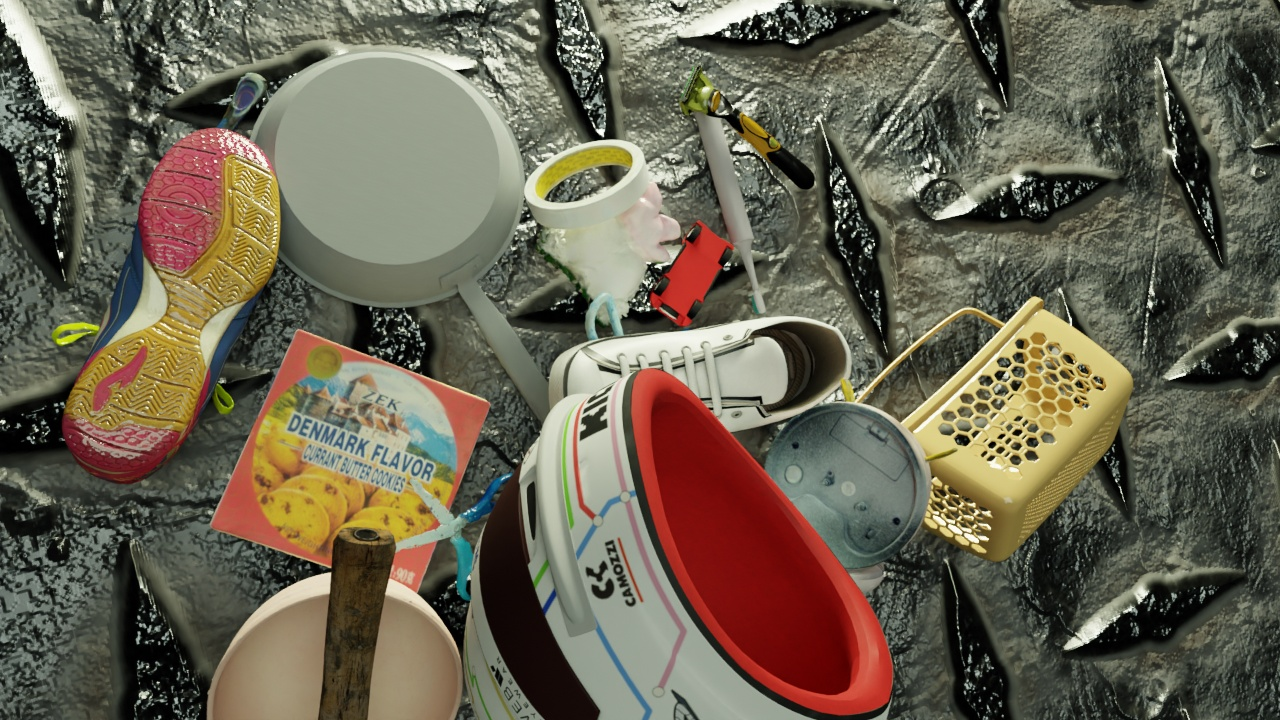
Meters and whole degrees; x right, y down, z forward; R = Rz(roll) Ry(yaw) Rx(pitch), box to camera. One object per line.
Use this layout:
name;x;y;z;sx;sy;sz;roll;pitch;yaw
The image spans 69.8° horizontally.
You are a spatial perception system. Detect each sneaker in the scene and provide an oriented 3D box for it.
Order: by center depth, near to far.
sneaker;-0.310;-0.039;0.601;0.116;0.091;0.241;19;68;-17
sneaker;0.057;0.015;0.670;0.245;0.097;0.091;-6;86;-30

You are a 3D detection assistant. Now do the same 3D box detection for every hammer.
hammer;-0.194;0.254;0.555;0.120;0.033;0.331;6;105;-18

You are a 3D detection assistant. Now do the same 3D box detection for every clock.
clock;0.146;0.104;0.672;0.117;0.058;0.158;36;107;26

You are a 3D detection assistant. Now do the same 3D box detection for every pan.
pan;-0.140;-0.075;0.678;0.200;0.051;0.356;-35;91;-18

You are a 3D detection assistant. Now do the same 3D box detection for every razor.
razor;-0.303;-0.146;0.647;0.044;0.018;0.140;26;76;-12
razor;0.093;-0.186;0.759;0.144;0.021;0.044;33;63;-25

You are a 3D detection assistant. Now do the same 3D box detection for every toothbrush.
toothbrush;0.075;-0.129;0.758;0.018;0.019;0.188;-13;86;-37

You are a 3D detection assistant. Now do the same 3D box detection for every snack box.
snack box;-0.197;0.071;0.639;0.142;0.040;0.144;22;77;-13

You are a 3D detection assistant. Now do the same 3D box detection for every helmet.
helmet;0.002;0.176;0.584;0.237;0.230;0.314;-34;108;24

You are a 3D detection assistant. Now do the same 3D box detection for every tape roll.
tape roll;-0.040;-0.133;0.690;0.094;0.094;0.019;-36;132;-18

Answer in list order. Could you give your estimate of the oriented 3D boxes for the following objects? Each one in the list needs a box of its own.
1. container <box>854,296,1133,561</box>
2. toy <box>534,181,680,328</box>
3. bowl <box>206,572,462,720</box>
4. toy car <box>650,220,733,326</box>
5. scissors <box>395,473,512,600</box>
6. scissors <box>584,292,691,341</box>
container;0.273;0.047;0.749;0.183;0.129;0.167;-40;53;-17
toy;-0.019;-0.089;0.711;0.108;0.041;0.096;-40;111;-11
bowl;-0.195;0.197;0.595;0.153;0.076;0.153;-5;109;-16
toy car;0.041;-0.070;0.733;0.038;0.025;0.089;35;69;-10
scissors;-0.123;0.109;0.641;0.118;0.014;0.129;-57;138;-26
scissors;-0.006;0.003;0.703;0.125;0.014;0.130;-38;113;-28
